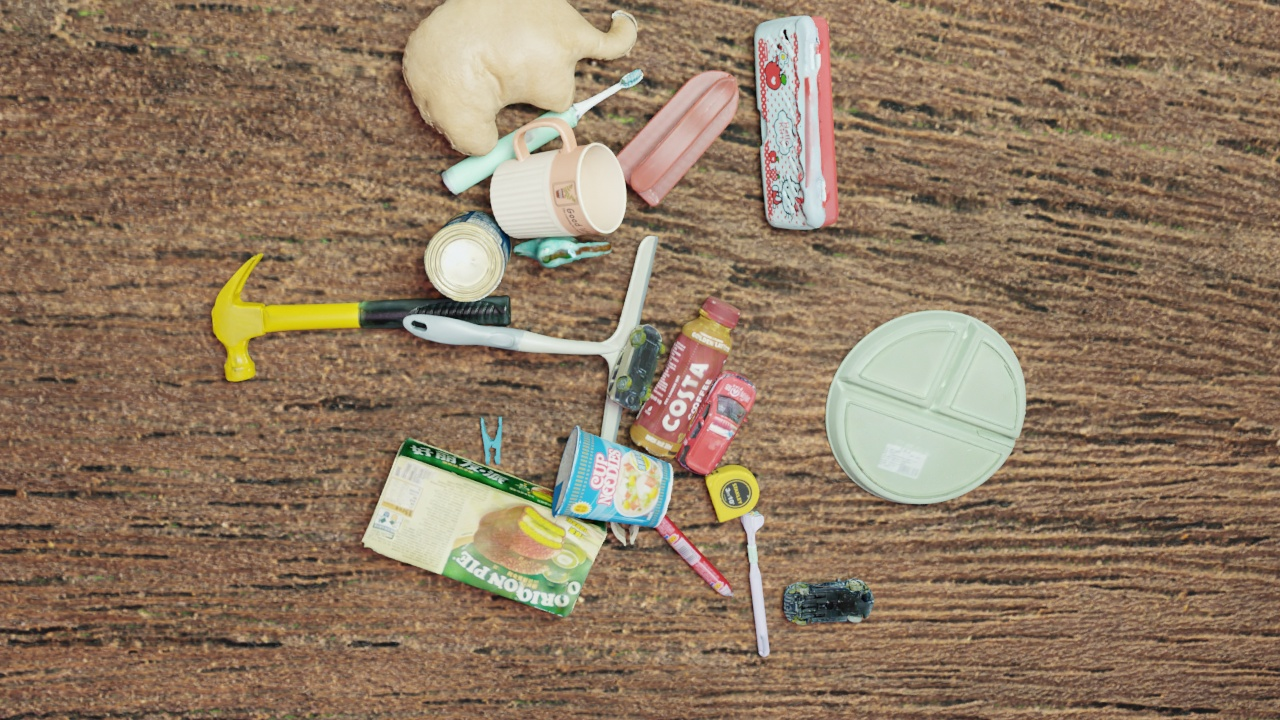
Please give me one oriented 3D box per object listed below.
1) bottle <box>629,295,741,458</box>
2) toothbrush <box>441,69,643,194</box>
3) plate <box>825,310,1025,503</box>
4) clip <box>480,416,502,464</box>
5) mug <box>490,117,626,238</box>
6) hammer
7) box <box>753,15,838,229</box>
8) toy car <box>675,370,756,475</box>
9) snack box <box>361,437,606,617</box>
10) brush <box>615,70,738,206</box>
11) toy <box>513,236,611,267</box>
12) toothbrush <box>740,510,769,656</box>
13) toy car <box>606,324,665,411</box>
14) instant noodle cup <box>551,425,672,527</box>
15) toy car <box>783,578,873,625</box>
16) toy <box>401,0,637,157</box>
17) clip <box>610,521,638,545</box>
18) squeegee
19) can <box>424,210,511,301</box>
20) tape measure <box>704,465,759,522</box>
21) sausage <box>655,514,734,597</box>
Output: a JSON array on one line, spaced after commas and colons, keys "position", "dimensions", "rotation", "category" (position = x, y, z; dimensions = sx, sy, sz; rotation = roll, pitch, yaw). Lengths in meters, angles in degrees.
[{"position": [0.050, 0.017, 0.973], "dimensions": [0.057, 0.057, 0.175], "rotation": [24, 102, -10], "category": "bottle"}, {"position": [-0.096, -0.229, 0.911], "dimensions": [0.224, 0.027, 0.026], "rotation": [-29, 94, 4], "category": "toothbrush"}, {"position": [0.322, 0.058, 1.022], "dimensions": [0.230, 0.027, 0.230], "rotation": [-1, 105, -3], "category": "plate"}, {"position": [-0.161, 0.088, 0.999], "dimensions": [0.041, 0.014, 0.056], "rotation": [-2, 106, -3], "category": "clip"}, {"position": [-0.084, -0.173, 0.874], "dimensions": [0.106, 0.081, 0.115], "rotation": [-1, 124, 31], "category": "mug"}, {"position": [-0.285, -0.047, 0.944], "dimensions": [0.300, 0.032, 0.129], "rotation": [-2, 107, -4], "category": "hammer"}, {"position": [0.149, -0.229, 0.896], "dimensions": [0.068, 0.090, 0.201], "rotation": [-9, 106, -10], "category": "box"}, {"position": [0.083, 0.070, 0.998], "dimensions": [0.053, 0.045, 0.120], "rotation": [25, 100, -12], "category": "toy car"}, {"position": [-0.167, 0.182, 0.999], "dimensions": [0.240, 0.063, 0.114], "rotation": [21, 103, -10], "category": "snack box"}, {"position": [0.041, -0.224, 0.901], "dimensions": [0.063, 0.069, 0.146], "rotation": [42, 98, -14], "category": "brush"}, {"position": [-0.078, -0.109, 0.912], "dimensions": [0.096, 0.092, 0.030], "rotation": [-8, 106, -5], "category": "toy"}, {"position": [0.136, 0.263, 1.068], "dimensions": [0.029, 0.021, 0.189], "rotation": [5, 111, 34], "category": "toothbrush"}, {"position": [-0.006, 0.006, 0.963], "dimensions": [0.042, 0.035, 0.090], "rotation": [30, 76, -47], "category": "toy car"}, {"position": [-0.027, 0.128, 0.962], "dimensions": [0.110, 0.099, 0.099], "rotation": [15, 103, -11], "category": "instant noodle cup"}, {"position": [0.219, 0.280, 1.071], "dimensions": [0.105, 0.031, 0.049], "rotation": [-2, 106, -3], "category": "toy car"}, {"position": [-0.115, -0.296, 0.869], "dimensions": [0.226, 0.082, 0.143], "rotation": [-28, 110, 0], "category": "toy"}, {"position": [-0.026, 0.156, 1.019], "dimensions": [0.064, 0.034, 0.098], "rotation": [-13, 101, 0], "category": "clip"}, {"position": [-0.114, -0.022, 0.931], "dimensions": [0.246, 0.039, 0.247], "rotation": [7, 105, -20], "category": "squeegee"}, {"position": [-0.167, -0.104, 0.896], "dimensions": [0.075, 0.111, 0.075], "rotation": [-1, 105, -4], "category": "can"}, {"position": [0.103, 0.145, 1.027], "dimensions": [0.057, 0.029, 0.060], "rotation": [-19, 106, 2], "category": "tape measure"}, {"position": [0.057, 0.220, 1.049], "dimensions": [0.020, 0.020, 0.156], "rotation": [-40, 104, 6], "category": "sausage"}]
